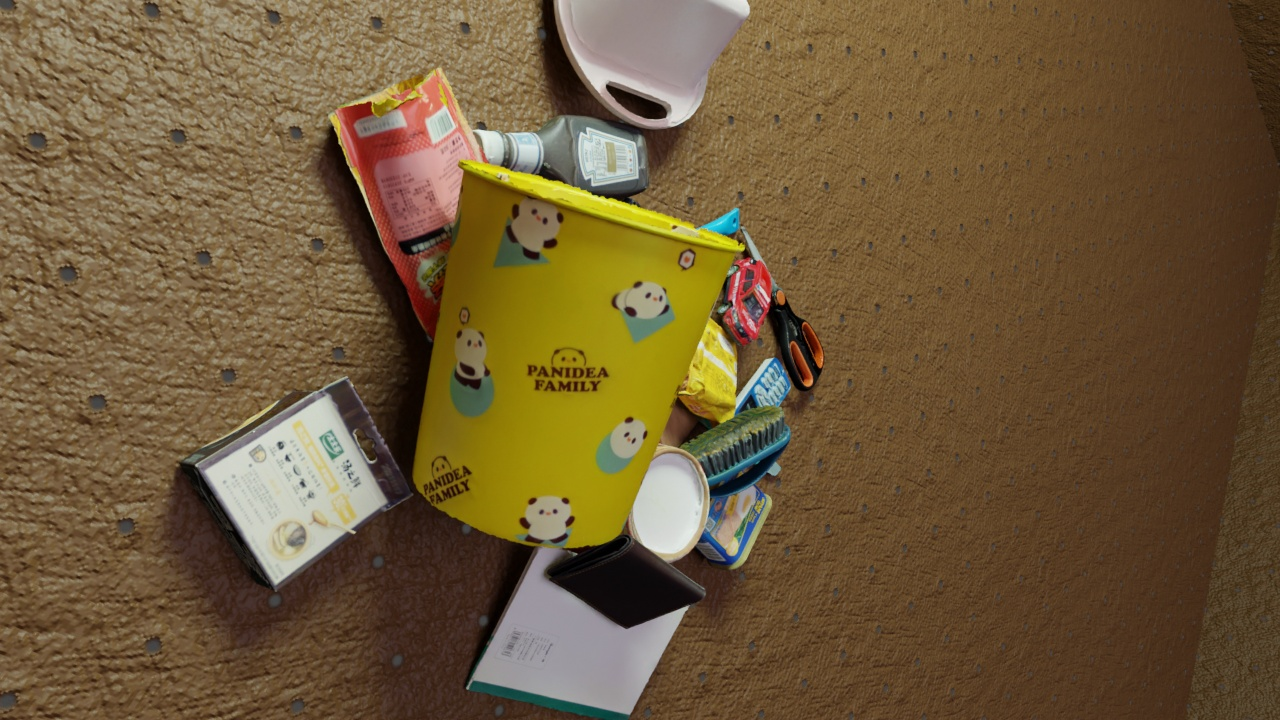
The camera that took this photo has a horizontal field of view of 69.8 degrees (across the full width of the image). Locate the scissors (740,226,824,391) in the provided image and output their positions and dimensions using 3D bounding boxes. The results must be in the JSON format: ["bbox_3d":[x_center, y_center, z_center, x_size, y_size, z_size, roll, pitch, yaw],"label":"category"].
[{"bbox_3d":[0.175,-0.073,1.131,0.124,0.022,0.235,-27,104,-50],"label":"scissors"}]

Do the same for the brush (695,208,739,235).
[{"bbox_3d":[0.042,-0.125,0.980,0.253,0.046,0.083,-28,122,-47],"label":"brush"}]

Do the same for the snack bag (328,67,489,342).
[{"bbox_3d":[-0.170,-0.130,0.777,0.128,0.073,0.208,-36,119,-29],"label":"snack bag"}]

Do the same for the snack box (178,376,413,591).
[{"bbox_3d":[-0.258,0.091,0.697,0.125,0.053,0.113,-38,115,-37],"label":"snack box"}]

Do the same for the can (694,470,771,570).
[{"bbox_3d":[0.089,0.167,1.021,0.083,0.057,0.101,48,59,-29],"label":"can"}]

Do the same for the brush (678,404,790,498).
[{"bbox_3d":[0.099,0.103,0.969,0.143,0.055,0.073,-24,113,-26],"label":"brush"}]

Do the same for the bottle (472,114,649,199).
[{"bbox_3d":[-0.076,-0.194,0.876,0.194,0.044,0.080,-7,91,-42],"label":"bottle"}]

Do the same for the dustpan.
[{"bbox_3d":[-0.012,-0.381,0.937,0.222,0.139,0.273,8,49,-40],"label":"dustpan"}]

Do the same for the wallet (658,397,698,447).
[{"bbox_3d":[0.028,0.034,0.971,0.101,0.020,0.115,-42,122,-56],"label":"wallet"}]

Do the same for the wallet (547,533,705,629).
[{"bbox_3d":[-0.012,0.208,0.847,0.122,0.096,0.020,44,29,-37],"label":"wallet"}]

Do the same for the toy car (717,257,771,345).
[{"bbox_3d":[0.120,-0.069,1.038,0.053,0.045,0.120,50,37,-29],"label":"toy car"}]

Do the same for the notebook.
[{"bbox_3d":[-0.053,0.269,0.890,0.209,0.012,0.150,30,87,-38],"label":"notebook"}]

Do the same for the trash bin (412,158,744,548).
[{"bbox_3d":[-0.064,-0.006,0.739,0.229,0.230,0.255,5,107,-43],"label":"trash bin"}]

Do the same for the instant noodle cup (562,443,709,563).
[{"bbox_3d":[-0.007,0.137,0.894,0.137,0.109,0.138,0,90,-43],"label":"instant noodle cup"}]

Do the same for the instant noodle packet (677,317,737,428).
[{"bbox_3d":[0.070,0.010,0.988,0.128,0.044,0.110,41,52,-55],"label":"instant noodle packet"}]

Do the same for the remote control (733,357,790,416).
[{"bbox_3d":[0.136,0.049,1.078,0.124,0.024,0.049,-48,117,-40],"label":"remote control"}]

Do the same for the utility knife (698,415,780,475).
[{"bbox_3d":[0.117,0.093,1.076,0.171,0.013,0.029,38,61,-36],"label":"utility knife"}]

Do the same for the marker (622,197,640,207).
[{"bbox_3d":[-0.033,-0.111,0.931,0.018,0.023,0.130,44,60,-41],"label":"marker"}]
